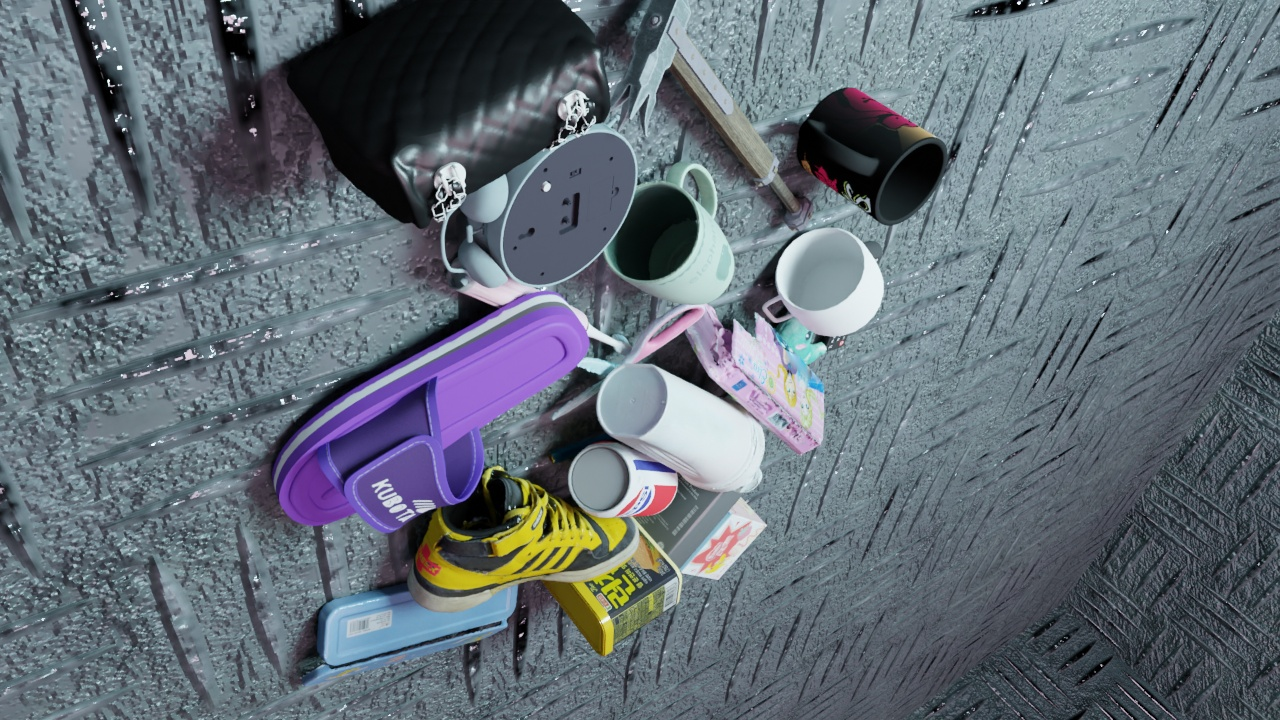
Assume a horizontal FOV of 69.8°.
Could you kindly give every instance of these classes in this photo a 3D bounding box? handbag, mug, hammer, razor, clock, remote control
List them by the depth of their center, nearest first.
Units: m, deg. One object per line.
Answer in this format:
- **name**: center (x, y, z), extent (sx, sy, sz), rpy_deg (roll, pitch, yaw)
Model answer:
- **handbag**: center (-0.097, -0.135, 0.524), extent (0.153, 0.125, 0.115), rpy_deg (-32, 144, -16)
- **clock**: center (-0.070, -0.108, 0.630), extent (0.159, 0.045, 0.123), rpy_deg (-30, 148, -31)
- **hammer**: center (0.082, -0.179, 0.722), extent (0.316, 0.028, 0.147), rpy_deg (31, 78, -58)
- **mug**: center (0.033, -0.102, 0.737), extent (0.104, 0.084, 0.111), rpy_deg (22, 82, -61)
- **mug**: center (0.186, -0.176, 0.781), extent (0.117, 0.098, 0.082), rpy_deg (-1, 127, -44)
- **mug**: center (0.174, -0.070, 0.891), extent (0.116, 0.094, 0.068), rpy_deg (-28, 150, 17)
- **razor**: center (-0.025, 0.073, 0.903), extent (0.143, 0.022, 0.042), rpy_deg (-21, 138, -28)
- **remote control**: center (0.229, -0.065, 1.011), extent (0.033, 0.015, 0.147), rpy_deg (-16, 137, -34)

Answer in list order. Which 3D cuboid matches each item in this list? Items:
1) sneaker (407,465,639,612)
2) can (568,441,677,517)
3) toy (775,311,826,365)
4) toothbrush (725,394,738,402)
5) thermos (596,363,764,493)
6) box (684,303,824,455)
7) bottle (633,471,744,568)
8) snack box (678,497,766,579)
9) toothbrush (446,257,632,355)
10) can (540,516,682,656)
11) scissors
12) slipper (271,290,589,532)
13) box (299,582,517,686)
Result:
- **sneaker**: center (-0.094, 0.153, 0.858), extent (0.238, 0.086, 0.122), rpy_deg (-9, 137, -34)
- **can**: center (-0.015, 0.116, 0.890), extent (0.070, 0.070, 0.132), rpy_deg (-49, 160, 7)
- **toy**: center (0.175, -0.028, 0.981), extent (0.084, 0.033, 0.105), rpy_deg (-25, 143, -26)
- **toothbrush**: center (0.056, 0.074, 0.987), extent (0.154, 0.015, 0.022), rpy_deg (-36, 179, -9)
- **thermos**: center (0.045, 0.062, 0.870), extent (0.099, 0.099, 0.220), rpy_deg (-48, 146, 7)
- **box**: center (0.131, 0.016, 0.918), extent (0.071, 0.084, 0.230), rpy_deg (-36, 142, 12)
- **bottle**: center (0.063, 0.135, 1.000), extent (0.174, 0.084, 0.046), rpy_deg (-50, 145, 8)
- **snack box**: center (0.077, 0.195, 1.079), extent (0.093, 0.079, 0.094), rpy_deg (-50, 144, 9)
- **toothbrush**: center (-0.070, -0.037, 0.741), extent (0.027, 0.026, 0.222), rpy_deg (-35, 150, 21)
- **can**: center (-0.034, 0.221, 0.955), extent (0.100, 0.131, 0.073), rpy_deg (-26, 142, -27)
- **scissors**: center (-0.006, 0.008, 0.834), extent (0.170, 0.013, 0.177), rpy_deg (-37, 157, 3)
- **slipper**: center (-0.146, 0.058, 0.685), extent (0.266, 0.084, 0.107), rpy_deg (-33, 148, -4)
- **box**: center (-0.217, 0.265, 0.897), extent (0.209, 0.043, 0.125), rpy_deg (-3, 128, -41)
